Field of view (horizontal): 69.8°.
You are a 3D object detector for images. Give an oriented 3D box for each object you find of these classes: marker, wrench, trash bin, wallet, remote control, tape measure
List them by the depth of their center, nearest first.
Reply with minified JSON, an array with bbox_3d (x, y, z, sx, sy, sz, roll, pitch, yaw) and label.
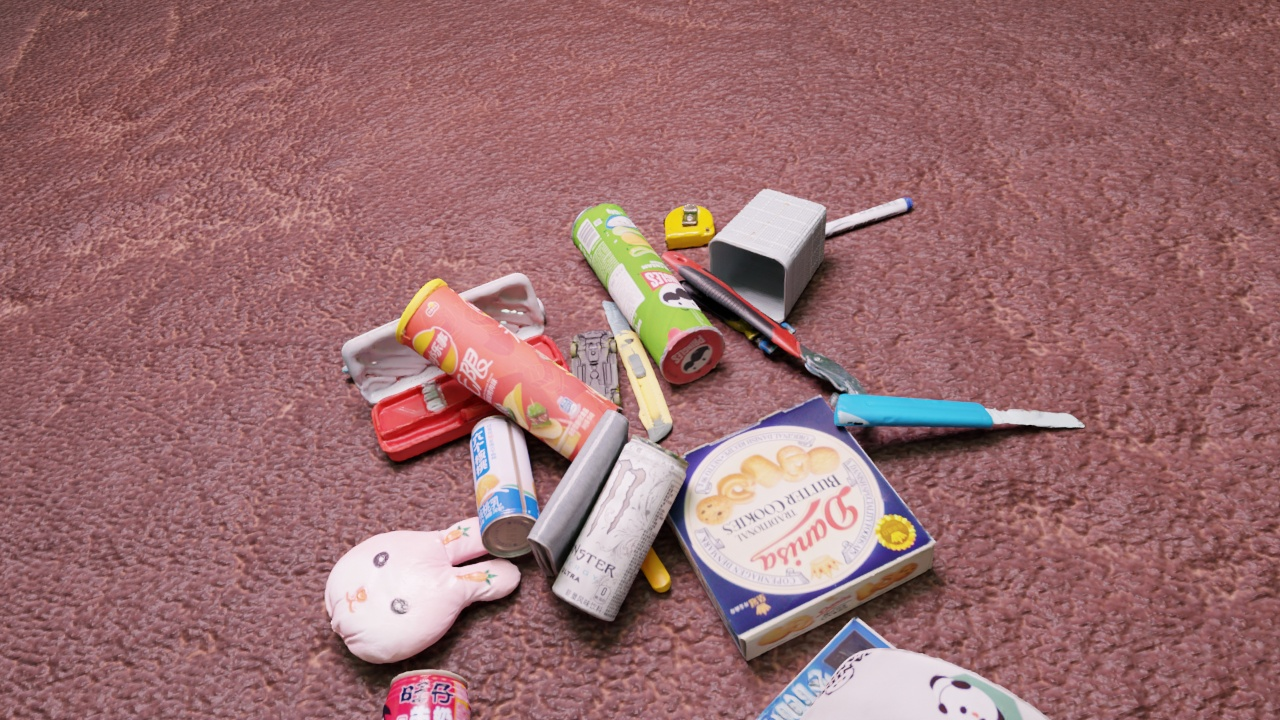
[{"bbox_3d":[0.134,0.321,0.516,0.230,0.230,0.251,25,51,27],"label":"trash bin"},{"bbox_3d":[0.143,0.252,0.695,0.124,0.024,0.049,-38,54,-21],"label":"remote control"},{"bbox_3d":[-0.053,0.116,0.788,0.037,0.107,0.129,25,64,13],"label":"wallet"},{"bbox_3d":[-0.007,0.155,0.811,0.018,0.015,0.124,-29,48,-9],"label":"marker"},{"bbox_3d":[0.122,-0.034,0.914,0.056,0.016,0.273,-13,47,-47],"label":"wrench"},{"bbox_3d":[0.241,-0.158,1.041,0.145,0.017,0.017,-19,49,-7],"label":"marker"},{"bbox_3d":[0.056,-0.157,1.062,0.060,0.029,0.057,-5,48,4],"label":"tape measure"}]

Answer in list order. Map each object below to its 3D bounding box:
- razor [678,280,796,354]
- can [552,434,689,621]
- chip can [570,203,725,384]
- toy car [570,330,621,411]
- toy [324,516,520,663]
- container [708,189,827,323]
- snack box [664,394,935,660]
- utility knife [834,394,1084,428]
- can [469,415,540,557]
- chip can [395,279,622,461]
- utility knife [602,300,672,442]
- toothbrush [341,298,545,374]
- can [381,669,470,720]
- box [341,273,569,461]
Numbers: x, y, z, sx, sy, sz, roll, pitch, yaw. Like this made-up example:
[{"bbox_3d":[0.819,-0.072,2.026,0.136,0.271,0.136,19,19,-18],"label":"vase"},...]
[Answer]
[{"bbox_3d":[0.093,-0.047,0.964,0.143,0.022,0.042,32,56,29],"label":"razor"},{"bbox_3d":[-0.015,0.138,0.763,0.058,0.058,0.146,23,81,26],"label":"can"},{"bbox_3d":[0.002,-0.078,0.974,0.072,0.072,0.236,-24,50,-12],"label":"chip can"},{"bbox_3d":[-0.045,0.018,0.925,0.048,0.032,0.105,-6,60,3],"label":"toy car"},{"bbox_3d":[-0.188,0.189,0.788,0.159,0.054,0.121,-22,50,-21],"label":"toy"},{"bbox_3d":[0.140,-0.115,0.975,0.090,0.090,0.111,23,54,26],"label":"container"},{"bbox_3d":[0.124,0.135,0.786,0.177,0.046,0.182,-23,49,-11],"label":"snack box"},{"bbox_3d":[0.288,0.050,0.827,0.234,0.018,0.034,3,41,-5],"label":"utility knife"},{"bbox_3d":[-0.124,0.111,0.831,0.053,0.053,0.134,-15,39,-4],"label":"can"},{"bbox_3d":[-0.124,0.013,0.860,0.216,0.073,0.073,36,59,2],"label":"chip can"},{"bbox_3d":[-0.006,0.006,0.944,0.031,0.021,0.201,-13,44,-10],"label":"utility knife"},{"bbox_3d":[-0.211,-0.023,0.990,0.224,0.027,0.026,-18,86,-7],"label":"toothbrush"},{"bbox_3d":[-0.162,0.287,0.685,0.066,0.067,0.093,-7,49,3],"label":"can"},{"bbox_3d":[-0.182,0.003,0.914,0.201,0.100,0.110,-23,46,-11],"label":"box"}]
